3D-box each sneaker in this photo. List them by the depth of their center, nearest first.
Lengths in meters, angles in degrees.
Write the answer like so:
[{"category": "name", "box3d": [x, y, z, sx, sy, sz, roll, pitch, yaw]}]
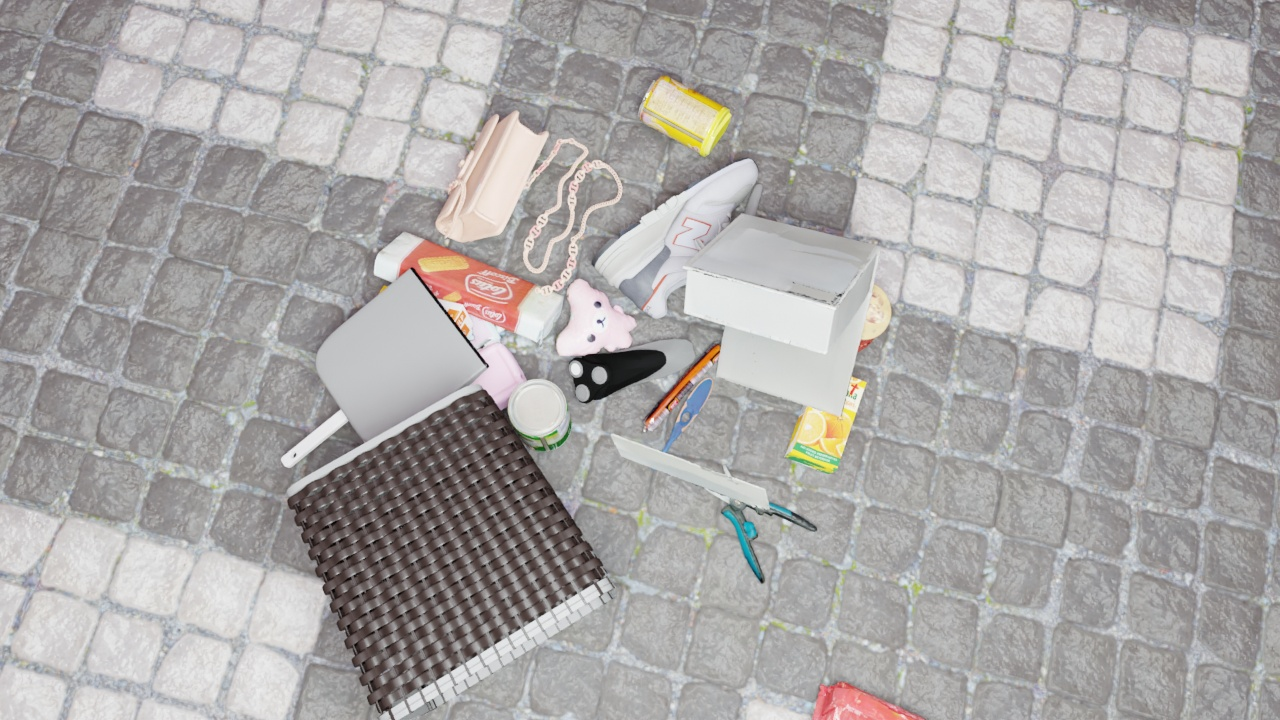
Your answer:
[{"category": "sneaker", "box3d": [0.068, -0.141, 1.143, 0.240, 0.089, 0.124, -32, 84, 0]}]

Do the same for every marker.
[{"category": "marker", "box3d": [0.131, -0.168, 1.182, 0.022, 0.016, 0.138, 11, 75, 25]}]

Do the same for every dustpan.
[{"category": "dustpan", "box3d": [-0.314, 0.034, 1.052, 0.257, 0.033, 0.163, -40, 69, -3]}]

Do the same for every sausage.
[{"category": "sausage", "box3d": [0.054, 0.030, 1.130, 0.020, 0.020, 0.155, 41, 79, 7]}]

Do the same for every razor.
[{"category": "razor", "box3d": [-0.007, 0.007, 1.119, 0.156, 0.060, 0.057, -15, 89, -25]}]

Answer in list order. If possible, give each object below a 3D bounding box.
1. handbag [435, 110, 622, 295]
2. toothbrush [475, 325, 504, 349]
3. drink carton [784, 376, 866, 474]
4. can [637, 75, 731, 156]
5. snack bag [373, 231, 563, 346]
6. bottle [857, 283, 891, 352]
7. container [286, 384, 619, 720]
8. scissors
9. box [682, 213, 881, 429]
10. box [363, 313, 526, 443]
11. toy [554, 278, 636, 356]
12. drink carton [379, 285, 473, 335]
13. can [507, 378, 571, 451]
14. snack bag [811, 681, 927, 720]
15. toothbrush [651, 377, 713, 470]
[{"category": "handbag", "box3d": [-0.152, -0.189, 1.160, 0.187, 0.117, 0.198, 32, 71, -28]}, {"category": "toothbrush", "box3d": [-0.226, 0.001, 1.132, 0.186, 0.012, 0.017, -37, 94, -9]}, {"category": "drink carton", "box3d": [0.226, 0.069, 1.116, 0.058, 0.041, 0.122, 21, 77, 3]}, {"category": "can", "box3d": [0.057, -0.316, 1.186, 0.105, 0.068, 0.067, 30, 78, 5]}, {"category": "snack bag", "box3d": [-0.208, -0.091, 1.124, 0.225, 0.041, 0.077, 21, 37, 5]}, {"category": "bottle", "box3d": [0.240, -0.055, 1.110, 0.099, 0.111, 0.099, 1, 85, -10]}, {"category": "container", "box3d": [-0.192, 0.203, 0.971, 0.245, 0.248, 0.243, -30, 76, -8]}, {"category": "scissors", "box3d": [0.145, 0.187, 1.098, 0.118, 0.019, 0.148, -17, 76, -5]}, {"category": "box", "box3d": [0.187, -0.033, 1.105, 0.167, 0.446, 0.164, 19, 75, 22]}, {"category": "box", "box3d": [-0.251, 0.026, 1.095, 0.201, 0.041, 0.153, -30, 71, -8]}, {"category": "toy", "box3d": [-0.052, -0.044, 1.129, 0.096, 0.053, 0.099, 15, 78, -11]}, {"category": "drink carton", "box3d": [-0.265, -0.044, 1.100, 0.123, 0.040, 0.058, 14, 60, 21]}, {"category": "can", "box3d": [-0.116, 0.065, 1.064, 0.067, 0.121, 0.067, 0, 77, -2]}, {"category": "snack bag", "box3d": [0.275, 0.420, 1.019, 0.176, 0.082, 0.082, 24, 77, 3]}, {"category": "toothbrush", "box3d": [0.051, 0.076, 1.121, 0.021, 0.017, 0.135, 33, 78, 3]}]
